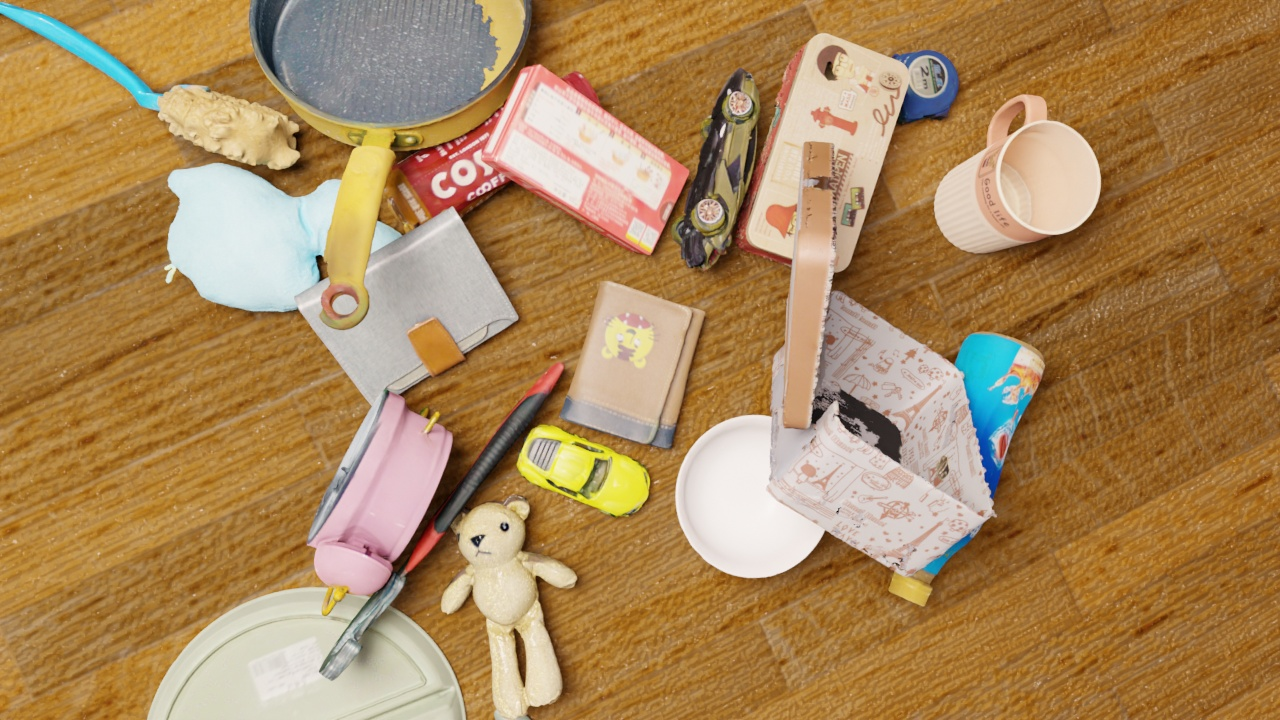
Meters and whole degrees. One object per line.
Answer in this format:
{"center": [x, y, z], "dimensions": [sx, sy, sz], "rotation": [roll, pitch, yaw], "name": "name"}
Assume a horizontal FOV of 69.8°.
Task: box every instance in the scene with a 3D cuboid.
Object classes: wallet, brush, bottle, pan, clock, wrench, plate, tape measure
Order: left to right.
{"center": [-0.361, -0.203, 0.654], "dimensions": [0.254, 0.083, 0.046], "rotation": [27, 106, 2], "name": "brush"}
{"center": [-0.243, 0.282, 0.666], "dimensions": [0.230, 0.027, 0.230], "rotation": [0, 87, -9], "name": "plate"}
{"center": [-0.187, 0.101, 0.639], "dimensions": [0.060, 0.117, 0.158], "rotation": [29, 82, -17], "name": "clock"}
{"center": [-0.176, -0.175, 0.621], "dimensions": [0.197, 0.078, 0.356], "rotation": [0, 70, -2], "name": "pan"}
{"center": [-0.165, -0.035, 0.669], "dimensions": [0.129, 0.037, 0.106], "rotation": [-31, 120, -6], "name": "wallet"}
{"center": [-0.137, 0.107, 0.660], "dimensions": [0.016, 0.056, 0.272], "rotation": [40, 68, -11], "name": "wrench"}
{"center": [-0.111, -0.156, 0.689], "dimensions": [0.174, 0.057, 0.057], "rotation": [-34, 92, -8], "name": "bottle"}
{"center": [-0.004, 0.004, 0.711], "dimensions": [0.090, 0.033, 0.115], "rotation": [17, 82, -6], "name": "wallet"}
{"center": [0.233, -0.226, 0.757], "dimensions": [0.054, 0.025, 0.058], "rotation": [-11, 93, -10], "name": "tape measure"}
{"center": [0.250, 0.086, 0.725], "dimensions": [0.065, 0.065, 0.218], "rotation": [25, 85, -6], "name": "bottle"}

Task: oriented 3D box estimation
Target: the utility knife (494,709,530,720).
{"center": [-0.076, 0.362, 0.689], "dimensions": [0.031, 0.021, 0.204], "rotation": [-13, 82, -5], "name": "utility knife"}

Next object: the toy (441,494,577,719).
{"center": [-0.098, 0.179, 0.671], "dimensions": [0.105, 0.066, 0.157], "rotation": [-15, 82, 9], "name": "toy"}

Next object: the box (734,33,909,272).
{"center": [0.136, -0.158, 0.722], "dimensions": [0.091, 0.076, 0.168], "rotation": [18, 91, -8], "name": "box"}

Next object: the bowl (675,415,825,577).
{"center": [0.080, 0.100, 0.700], "dimensions": [0.118, 0.065, 0.118], "rotation": [0, 88, -7], "name": "bowl"}

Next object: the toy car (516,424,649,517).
{"center": [-0.042, 0.085, 0.701], "dimensions": [0.105, 0.032, 0.048], "rotation": [23, 84, -8], "name": "toy car"}

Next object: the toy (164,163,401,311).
{"center": [-0.263, -0.085, 0.669], "dimensions": [0.156, 0.050, 0.161], "rotation": [-37, 96, -18], "name": "toy"}

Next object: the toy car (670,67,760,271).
{"center": [0.062, -0.147, 0.706], "dimensions": [0.042, 0.070, 0.158], "rotation": [15, 86, -12], "name": "toy car"}

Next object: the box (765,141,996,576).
{"center": [0.138, 0.001, 0.628], "dimensions": [0.134, 0.179, 0.271], "rotation": [-20, 118, 23], "name": "box"}

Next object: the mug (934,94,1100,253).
{"center": [0.291, -0.146, 0.720], "dimensions": [0.081, 0.106, 0.114], "rotation": [2, 87, -8], "name": "mug"}

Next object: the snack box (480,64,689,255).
{"center": [-0.037, -0.144, 0.678], "dimensions": [0.152, 0.025, 0.075], "rotation": [27, 85, -36], "name": "snack box"}
